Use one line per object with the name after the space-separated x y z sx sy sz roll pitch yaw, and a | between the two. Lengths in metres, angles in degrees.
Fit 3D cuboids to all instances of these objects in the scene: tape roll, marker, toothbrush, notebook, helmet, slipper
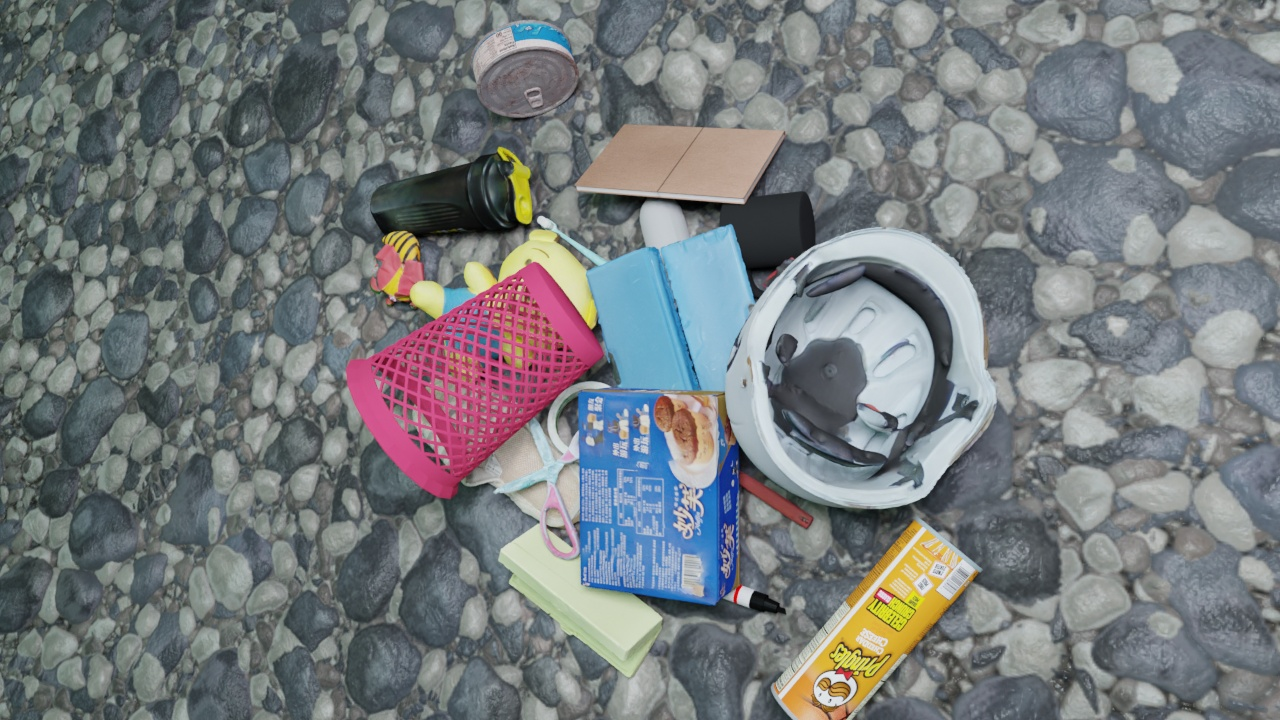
-0.059 0.070 1.049 0.094 0.018 0.093 -1 69 4 | tape roll
0.084 0.237 0.957 0.146 0.019 0.019 14 82 26 | marker
0.103 0.122 0.983 0.190 0.016 0.016 32 92 26 | toothbrush
0.046 -0.232 1.063 0.209 0.008 0.141 9 47 26 | notebook
-0.063 -0.130 1.123 0.181 0.016 0.016 37 91 26 | toothbrush
0.196 0.011 0.881 0.236 0.164 0.263 32 76 -7 | helmet
-0.169 0.103 1.089 0.273 0.054 0.114 30 83 25 | slipper

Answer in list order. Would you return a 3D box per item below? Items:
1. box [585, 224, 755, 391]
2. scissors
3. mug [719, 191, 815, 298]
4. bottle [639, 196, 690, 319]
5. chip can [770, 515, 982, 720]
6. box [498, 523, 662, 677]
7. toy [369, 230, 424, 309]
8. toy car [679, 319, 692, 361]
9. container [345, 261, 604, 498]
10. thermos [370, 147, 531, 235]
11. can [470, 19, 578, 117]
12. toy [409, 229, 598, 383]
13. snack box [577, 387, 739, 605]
0.045 -0.014 0.978 0.177 0.047 0.231 -19 84 22 | box
-0.082 0.130 1.018 0.172 0.013 0.170 -24 74 8 | scissors
0.142 -0.123 1.003 0.088 0.078 0.113 -2 102 23 | mug
0.031 -0.142 1.063 0.052 0.052 0.195 -21 69 18 | bottle
0.220 0.252 0.862 0.075 0.075 0.215 41 95 27 | chip can
-0.065 0.255 1.002 0.188 0.091 0.077 30 58 28 | box
-0.314 -0.117 1.197 0.084 0.046 0.103 13 106 29 | toy
0.041 -0.001 1.029 0.042 0.036 0.091 7 85 24 | toy car
-0.166 0.010 0.992 0.226 0.183 0.183 -35 65 4 | container
-0.241 -0.209 1.182 0.221 0.098 0.098 -3 75 28 | thermos
-0.146 -0.365 1.157 0.130 0.130 0.044 -22 68 17 | can
-0.153 -0.065 1.105 0.214 0.084 0.149 -25 89 13 | toy
0.019 0.132 0.935 0.155 0.069 0.203 1 94 28 | snack box
